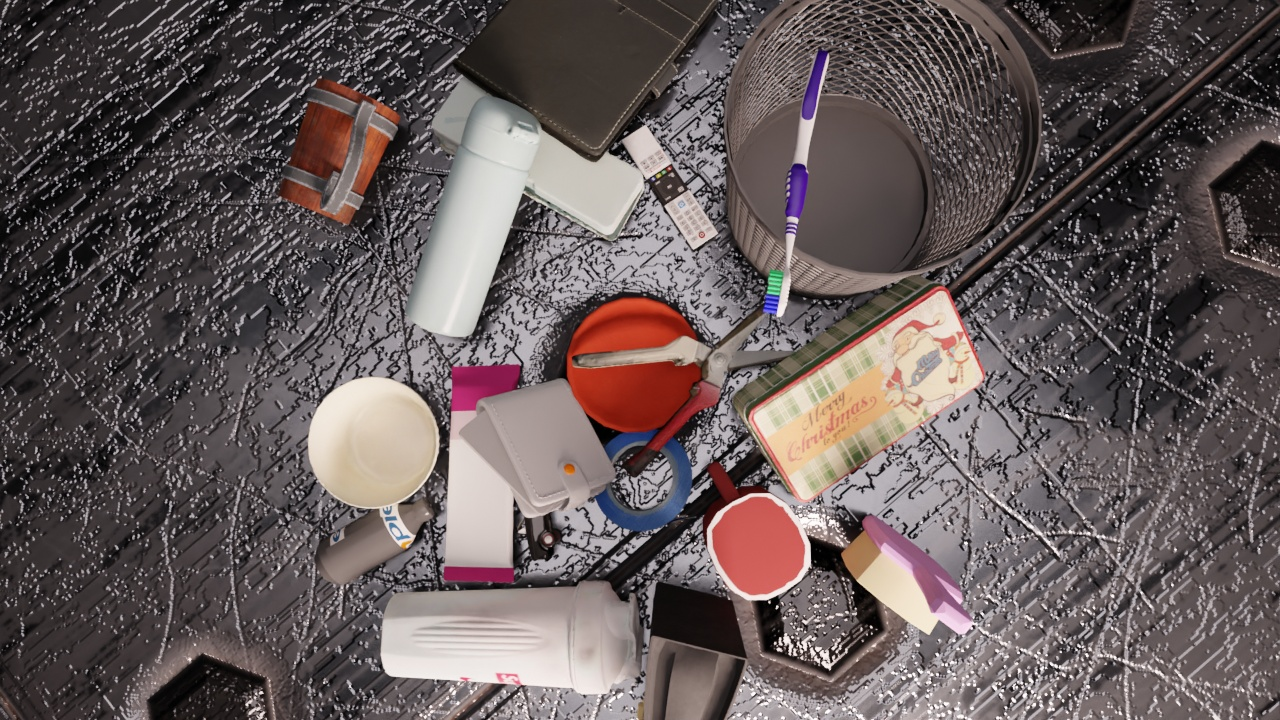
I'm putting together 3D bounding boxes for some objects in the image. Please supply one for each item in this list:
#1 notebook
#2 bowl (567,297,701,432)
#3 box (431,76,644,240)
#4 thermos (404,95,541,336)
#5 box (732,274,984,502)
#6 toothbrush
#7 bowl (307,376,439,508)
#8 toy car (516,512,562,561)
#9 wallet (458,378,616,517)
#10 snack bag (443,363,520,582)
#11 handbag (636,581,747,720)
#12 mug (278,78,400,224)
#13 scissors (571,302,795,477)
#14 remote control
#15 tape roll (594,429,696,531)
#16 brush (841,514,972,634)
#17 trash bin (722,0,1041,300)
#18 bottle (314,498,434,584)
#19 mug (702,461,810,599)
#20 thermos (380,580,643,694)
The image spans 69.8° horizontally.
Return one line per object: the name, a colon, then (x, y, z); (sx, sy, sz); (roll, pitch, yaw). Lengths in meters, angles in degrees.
notebook: (-0.044, -0.301, 0.848); (0.169, 0.029, 0.208); (35, 78, 4)
bowl: (-0.005, 0.005, 0.839); (0.122, 0.035, 0.122); (0, 86, 2)
box: (-0.093, -0.190, 0.851); (0.199, 0.067, 0.084); (29, 107, 5)
thermos: (-0.147, -0.126, 0.810); (0.065, 0.078, 0.207); (9, 110, -39)
box: (0.193, 0.025, 0.803); (0.205, 0.050, 0.118); (-32, 112, 0)
toothbrush: (0.106, -0.122, 0.624); (0.016, 0.015, 0.186); (9, 86, 8)
bowl: (-0.233, 0.074, 0.830); (0.115, 0.062, 0.115); (0, 86, 2)
toy car: (-0.095, 0.135, 0.831); (0.037, 0.040, 0.092); (-8, 86, 2)
wallet: (-0.094, 0.079, 0.798); (0.115, 0.038, 0.118); (-15, 66, -35)
snack bag: (-0.144, 0.101, 0.838); (0.070, 0.016, 0.196); (-3, 80, 16)
handbag: (0.024, 0.304, 0.750); (0.072, 0.175, 0.195); (13, 90, 2)
mug: (-0.270, -0.185, 0.828); (0.081, 0.117, 0.111); (22, 91, -33)
scissors: (0.030, 0.015, 0.811); (0.179, 0.015, 0.198); (25, 86, 3)
remote control: (0.027, -0.162, 0.861); (0.028, 0.012, 0.124); (-33, 85, 0)
tape roll: (0.002, 0.109, 0.841); (0.091, 0.016, 0.093); (-10, 86, 2)
brush: (0.213, 0.179, 0.724); (0.089, 0.228, 0.043); (37, 96, 4)
trash bin: (0.171, -0.157, 0.747); (0.218, 0.227, 0.217); (0, 86, 2)
bottle: (-0.240, 0.161, 0.832); (0.112, 0.047, 0.047); (-30, 85, 0)
mug: (0.090, 0.141, 0.795); (0.080, 0.096, 0.116); (-30, 85, 0)
thermos: (-0.109, 0.241, 0.805); (0.220, 0.099, 0.099); (-1, 86, 7)
